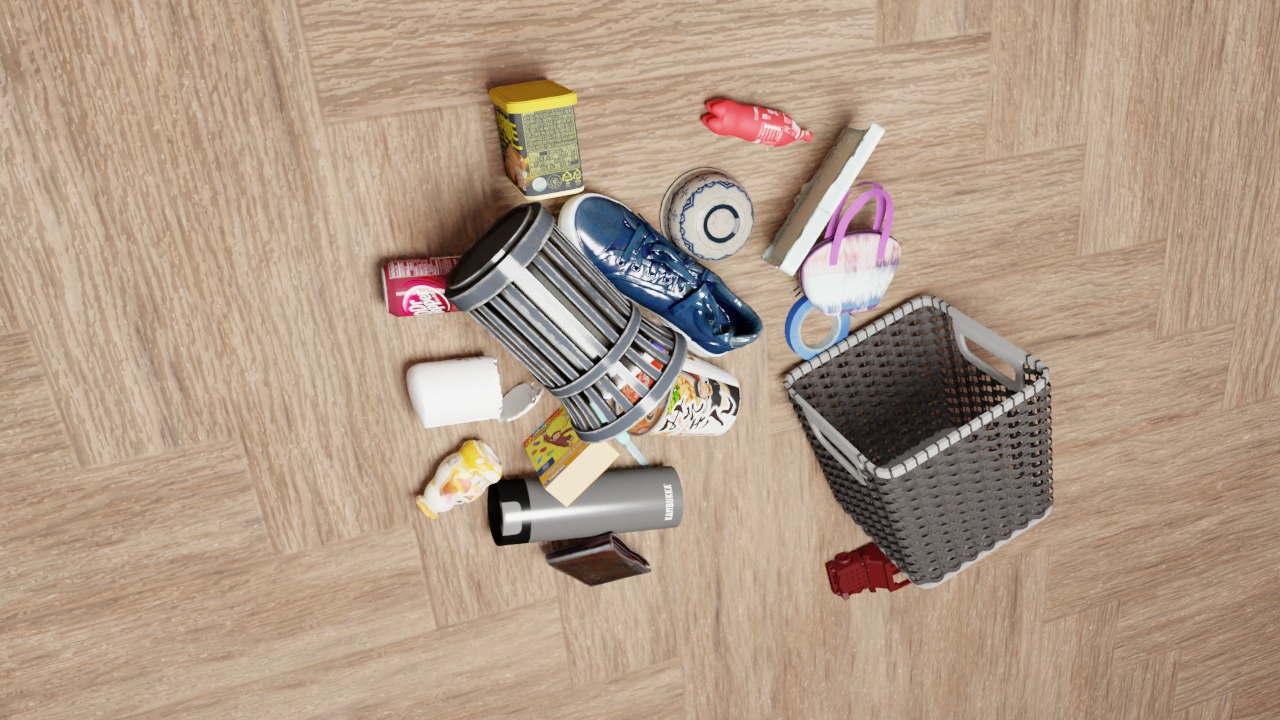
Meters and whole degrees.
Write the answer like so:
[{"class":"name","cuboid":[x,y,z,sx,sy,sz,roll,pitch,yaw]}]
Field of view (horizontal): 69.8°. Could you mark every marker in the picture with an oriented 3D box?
[{"class":"marker","cuboid":[-0.007,0.007,1.131,0.020,0.020,0.142,24,136,-25]}]

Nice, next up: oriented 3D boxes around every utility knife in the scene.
[{"class":"utility knife","cuboid":[-0.029,0.094,1.196,0.022,0.015,0.168,-29,124,11]}]

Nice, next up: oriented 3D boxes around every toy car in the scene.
[{"class":"toy car","cuboid":[0.373,0.310,1.397,0.169,0.062,0.070,-22,115,-10]}]

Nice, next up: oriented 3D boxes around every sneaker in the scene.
[{"class":"sneaker","cuboid":[0.037,-0.098,1.073,0.294,0.127,0.120,35,65,-28]}]

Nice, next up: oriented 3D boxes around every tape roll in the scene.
[{"class":"tape roll","cuboid":[0.239,-0.046,1.240,0.091,0.016,0.093,38,95,-27]}]

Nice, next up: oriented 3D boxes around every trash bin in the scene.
[{"class":"trash bin","cuboid":[-0.085,-0.045,0.991,0.164,0.164,0.227,-44,114,1]}]

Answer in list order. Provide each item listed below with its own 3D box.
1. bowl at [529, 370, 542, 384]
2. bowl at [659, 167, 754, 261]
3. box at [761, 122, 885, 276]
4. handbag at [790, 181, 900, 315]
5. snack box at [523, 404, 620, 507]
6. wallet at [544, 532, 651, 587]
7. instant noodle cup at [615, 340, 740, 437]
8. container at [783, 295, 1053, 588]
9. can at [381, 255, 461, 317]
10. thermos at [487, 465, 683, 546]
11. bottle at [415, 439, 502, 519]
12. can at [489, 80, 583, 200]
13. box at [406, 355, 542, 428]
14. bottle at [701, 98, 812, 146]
[{"class":"bowl","cuboid":[-0.076,-0.009,1.125,0.124,0.052,0.124,-6,112,-17]},{"class":"bowl","cuboid":[0.087,-0.172,1.115,0.115,0.059,0.116,-7,112,-17]},{"class":"box","cuboid":[0.221,-0.194,1.110,0.043,0.136,0.197,32,98,-8]},{"class":"handbag","cuboid":[0.268,-0.145,1.151,0.144,0.068,0.170,-9,134,-16]},{"class":"snack box","cuboid":[-0.087,0.109,1.126,0.088,0.126,0.040,-45,117,1]},{"class":"wallet","cuboid":[-0.054,0.268,1.213,0.099,0.031,0.120,-18,144,19]},{"class":"instant noodle cup","cuboid":[0.053,0.044,1.161,0.121,0.123,0.124,13,105,-32]},{"class":"container","cuboid":[0.376,0.110,1.214,0.245,0.247,0.244,-30,125,-6]},{"class":"can","cuboid":[-0.231,-0.085,1.037,0.114,0.063,0.063,-7,112,-17]},{"class":"thermos","cuboid":[-0.071,0.187,1.186,0.240,0.082,0.082,-3,111,-18]},{"class":"bottle","cuboid":[-0.225,0.148,1.129,0.109,0.063,0.063,-40,117,-1]},{"class":"can","cuboid":[-0.110,-0.238,0.984,0.072,0.130,0.101,-13,116,-14]},{"class":"box","cuboid":[-0.193,0.038,1.092,0.160,0.081,0.092,-10,100,-17]},{"class":"bottle","cuboid":[0.143,-0.282,1.102,0.141,0.042,0.042,6,108,-21]}]
